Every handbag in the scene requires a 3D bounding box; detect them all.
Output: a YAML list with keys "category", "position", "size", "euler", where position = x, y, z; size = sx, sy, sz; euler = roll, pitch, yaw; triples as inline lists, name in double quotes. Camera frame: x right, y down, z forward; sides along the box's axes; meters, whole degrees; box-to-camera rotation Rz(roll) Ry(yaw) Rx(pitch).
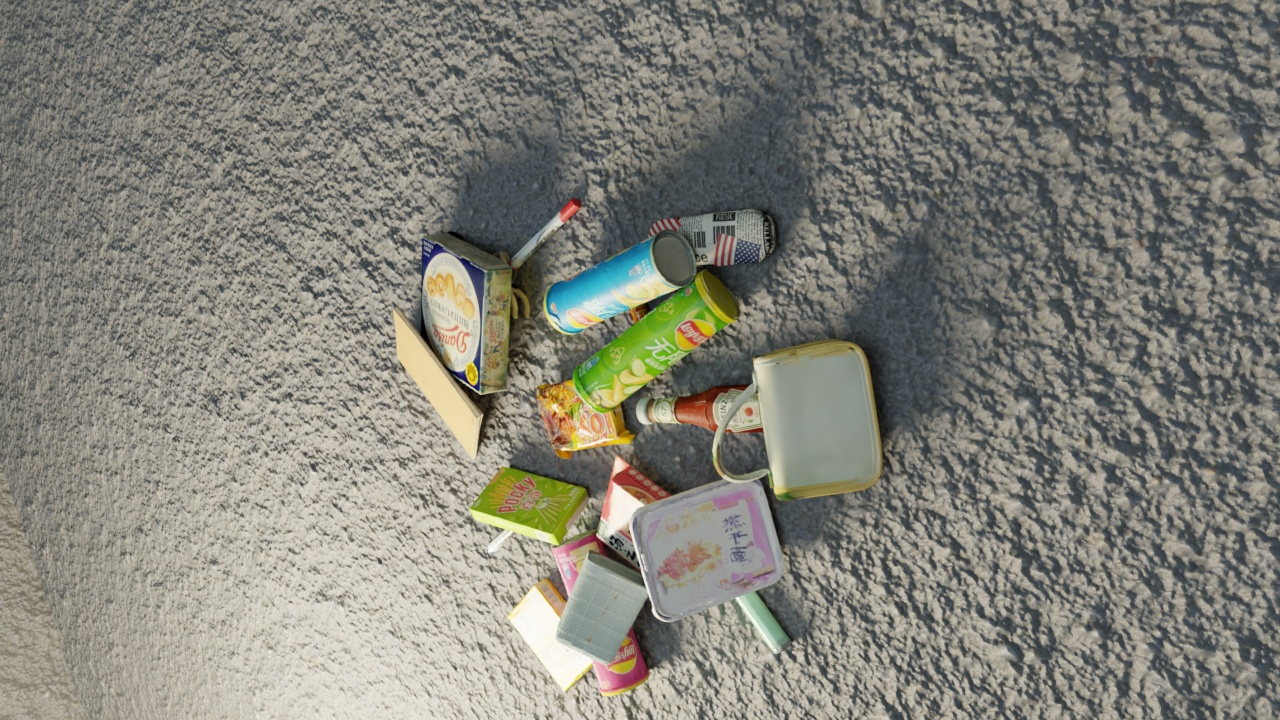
- category: "handbag"
  position: [0.163, 0.067, 1.001]
  size: [0.179, 0.063, 0.163]
  euler: [-10, 95, -1]

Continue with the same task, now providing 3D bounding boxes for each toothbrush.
- category: "toothbrush"
  position: [-0.222, -0.139, 1.280]
  size: [0.189, 0.014, 0.017]
  euler: [38, 129, 38]
- category: "toothbrush"
  position: [0.112, 0.265, 1.146]
  size: [0.224, 0.026, 0.027]
  euler: [54, 131, 14]

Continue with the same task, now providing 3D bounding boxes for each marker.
- category: "marker"
  position: [-0.184, 0.244, 1.351]
  size: [0.146, 0.016, 0.017]
  euler: [-44, 74, 32]
- category: "marker"
  position: [-0.130, -0.168, 1.232]
  size: [0.146, 0.017, 0.017]
  euler: [-38, 77, 33]

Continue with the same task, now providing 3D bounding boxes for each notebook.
- category: "notebook"
  position: [-0.300, 0.036, 1.352]
  size: [0.211, 0.012, 0.150]
  euler: [50, 152, 16]

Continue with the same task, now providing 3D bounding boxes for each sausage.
- category: "sausage"
  position: [-0.002, -0.063, 1.161]
  size: [0.022, 0.021, 0.165]
  euler: [-20, 88, 35]

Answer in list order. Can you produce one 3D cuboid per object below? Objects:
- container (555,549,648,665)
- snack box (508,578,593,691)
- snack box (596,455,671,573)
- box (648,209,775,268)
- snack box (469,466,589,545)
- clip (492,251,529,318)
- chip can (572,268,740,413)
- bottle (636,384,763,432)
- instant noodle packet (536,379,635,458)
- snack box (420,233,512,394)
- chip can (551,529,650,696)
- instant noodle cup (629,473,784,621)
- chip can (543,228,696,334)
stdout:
- category: "container"
  position: [-0.051, 0.315, 1.171]
  size: [0.090, 0.090, 0.111]
  euler: [27, 87, 0]
- category: "snack box"
  position: [-0.123, 0.398, 1.331]
  size: [0.140, 0.033, 0.087]
  euler: [48, 122, 19]
- category: "snack box"
  position: [-0.007, 0.205, 1.189]
  size: [0.127, 0.044, 0.113]
  euler: [34, 131, 24]
- category: "box"
  position: [0.084, -0.142, 1.080]
  size: [0.165, 0.059, 0.072]
  euler: [2, 120, 35]
- category: "snack box"
  position: [-0.156, 0.201, 1.284]
  size: [0.157, 0.085, 0.026]
  euler: [10, 137, 34]
- category: "clip"
  position: [-0.178, -0.095, 1.271]
  size: [0.094, 0.035, 0.102]
  euler: [20, 102, 35]
- category: "chip can"
  position: [0.014, -0.018, 1.107]
  size: [0.222, 0.072, 0.072]
  euler: [-37, 78, 24]
- category: "bottle"
  position: [0.087, 0.058, 1.101]
  size: [0.206, 0.059, 0.060]
  euler: [-3, 97, 35]
- category: "instant noodle packet"
  position: [-0.075, 0.071, 1.227]
  size: [0.129, 0.044, 0.111]
  euler: [-16, 94, 35]
- category: "snack box"
  position: [-0.246, -0.067, 1.279]
  size: [0.178, 0.045, 0.183]
  euler: [28, 120, 45]
- category: "chip can"
  position: [-0.054, 0.340, 1.248]
  size: [0.072, 0.071, 0.210]
  euler: [-22, 86, 35]
- category: "instant noodle cup"
  position: [0.072, 0.219, 1.094]
  size: [0.060, 0.173, 0.138]
  euler: [165, 90, -70]
- category: "chip can"
  position: [-0.029, -0.092, 1.111]
  size: [0.211, 0.071, 0.071]
  euler: [-20, 88, 47]
